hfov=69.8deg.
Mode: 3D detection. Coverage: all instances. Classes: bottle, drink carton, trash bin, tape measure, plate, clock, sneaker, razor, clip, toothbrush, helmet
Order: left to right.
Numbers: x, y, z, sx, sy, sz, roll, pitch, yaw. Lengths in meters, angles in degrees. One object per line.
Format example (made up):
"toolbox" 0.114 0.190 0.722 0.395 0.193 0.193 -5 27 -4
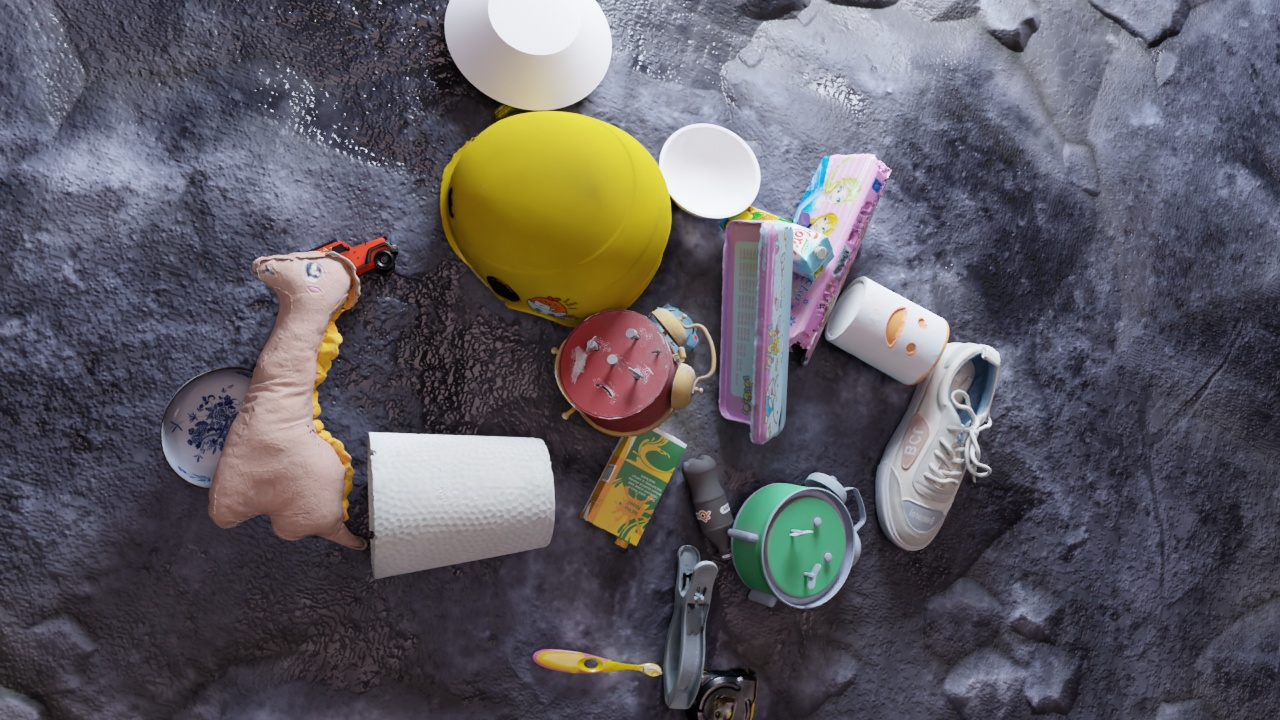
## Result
"trash bin" -0.170 0.130 0.862 0.161 0.133 0.133 -2 86 -18
"razor" -0.166 -0.298 0.945 0.042 0.026 0.106 -42 92 -12
"plate" -0.110 -0.343 0.937 0.174 0.036 0.173 4 75 -14
"helmet" -0.078 -0.152 0.894 0.240 0.140 0.209 23 81 -10
"toothbrush" -0.042 0.309 0.932 0.135 0.016 0.021 10 85 -13
"drink carton" -0.009 0.126 0.941 0.058 0.041 0.122 29 79 -10
"clock" -0.005 0.005 0.899 0.159 0.081 0.117 -14 71 8
"clip" 0.046 0.269 0.939 0.027 0.090 0.162 9 98 -14
"bottle" 0.075 0.155 0.960 0.036 0.036 0.110 -18 90 -14
"tape measure" 0.083 0.355 0.946 0.071 0.042 0.072 4 87 -16
"drink carton" 0.142 -0.126 0.957 0.044 0.129 0.038 -48 139 -12
"clock" 0.176 0.183 0.956 0.161 0.075 0.122 -23 101 -28
"sneaker" 0.330 0.091 0.998 0.089 0.091 0.242 23 82 -12

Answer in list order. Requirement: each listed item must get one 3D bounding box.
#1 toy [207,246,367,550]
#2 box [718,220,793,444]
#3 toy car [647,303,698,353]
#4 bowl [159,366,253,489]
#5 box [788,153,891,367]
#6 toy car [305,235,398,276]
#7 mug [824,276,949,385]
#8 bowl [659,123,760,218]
"toy" -0.297 0.036 0.844 0.196 0.065 0.264 26 79 -38
"box" 0.120 -0.032 0.912 0.062 0.140 0.214 0 100 -7
"toy car" 0.018 -0.008 0.963 0.060 0.027 0.107 37 79 -8
"bowl" -0.386 0.058 0.844 0.114 0.045 0.114 -12 109 -40
"box" 0.205 -0.105 0.998 0.090 0.085 0.230 34 77 -38
"toy car" -0.284 -0.093 0.886 0.100 0.051 0.049 -28 95 -14
"mug" 0.266 -0.032 0.996 0.105 0.082 0.082 27 80 -9
"bowl" 0.069 -0.193 0.979 0.110 0.041 0.109 4 72 -12
